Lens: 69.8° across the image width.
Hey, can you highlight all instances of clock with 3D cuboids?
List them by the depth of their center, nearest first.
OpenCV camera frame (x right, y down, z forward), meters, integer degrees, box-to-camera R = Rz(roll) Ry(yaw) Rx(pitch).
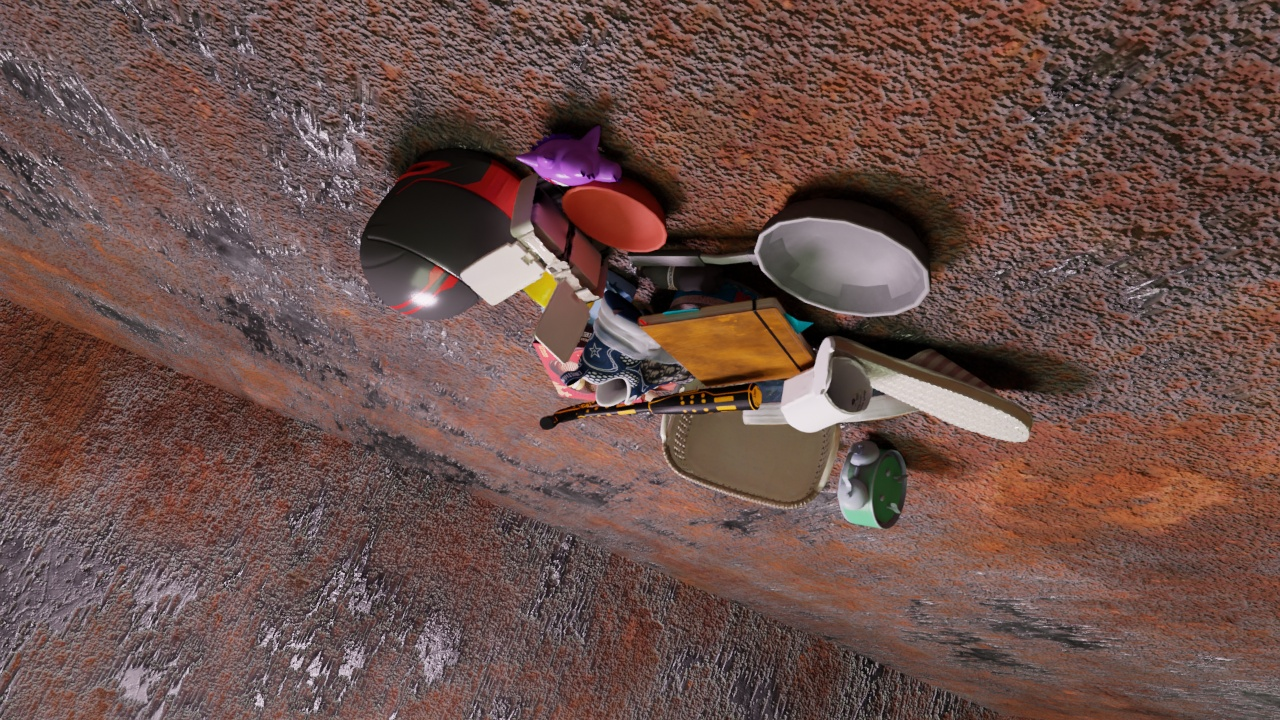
[{"bbox_3d":[0.351,0.187,1.398,0.075,0.121,0.161,4,157,40],"label":"clock"}]

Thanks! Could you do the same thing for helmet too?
[{"bbox_3d":[-0.248,-0.135,1.113,0.164,0.169,0.265,33,157,-29],"label":"helmet"}]

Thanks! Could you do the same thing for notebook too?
[{"bbox_3d":[0.121,-0.020,1.102,0.179,0.014,0.249,-7,159,22],"label":"notebook"}]

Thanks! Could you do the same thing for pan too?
[{"bbox_3d":[0.135,-0.114,0.983,0.358,0.041,0.178,5,154,36],"label":"pan"}]

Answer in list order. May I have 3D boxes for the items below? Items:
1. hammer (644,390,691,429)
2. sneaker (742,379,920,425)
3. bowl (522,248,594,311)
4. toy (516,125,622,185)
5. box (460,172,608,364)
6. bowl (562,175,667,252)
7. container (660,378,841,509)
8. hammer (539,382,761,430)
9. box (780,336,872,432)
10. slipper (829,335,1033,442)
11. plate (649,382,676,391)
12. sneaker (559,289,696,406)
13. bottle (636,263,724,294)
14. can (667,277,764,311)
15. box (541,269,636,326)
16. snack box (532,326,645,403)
[{"bbox_3d":[0.032,0.069,1.491,0.331,0.030,0.120,27,161,-39],"label":"hammer"},{"bbox_3d":[0.253,0.043,1.223,0.236,0.079,0.087,-4,178,16],"label":"sneaker"},{"bbox_3d":[-0.098,-0.109,1.149,0.117,0.068,0.117,39,-163,-15],"label":"bowl"},{"bbox_3d":[-0.073,-0.206,0.934,0.088,0.056,0.105,2,-173,30],"label":"toy"},{"bbox_3d":[-0.115,-0.106,1.039,0.095,0.185,0.145,1,145,41],"label":"box"},{"bbox_3d":[-0.023,-0.167,1.009,0.122,0.035,0.122,18,159,7],"label":"bowl"},{"bbox_3d":[0.162,0.114,1.339,0.246,0.184,0.143,17,169,14],"label":"container"},{"bbox_3d":[0.018,0.062,1.263,0.321,0.036,0.123,-7,-173,31],"label":"hammer"},{"bbox_3d":[0.222,0.032,1.097,0.112,0.084,0.163,24,155,-18],"label":"box"},{"bbox_3d":[0.346,0.024,1.113,0.263,0.052,0.115,23,165,24],"label":"slipper"},{"bbox_3d":[-0.031,-0.001,1.410,0.230,0.021,0.230,10,162,3],"label":"plate"},{"bbox_3d":[-0.007,0.007,1.205,0.103,0.132,0.269,41,-173,26],"label":"sneaker"},{"bbox_3d":[0.046,-0.102,1.102,0.110,0.036,0.036,9,156,28],"label":"bottle"},{"bbox_3d":[0.100,-0.055,1.155,0.130,0.044,0.130,18,159,7],"label":"can"},{"bbox_3d":[-0.082,-0.074,1.277,0.066,0.049,0.210,32,156,-20],"label":"box"},{"bbox_3d":[-0.069,0.007,1.333,0.133,0.035,0.152,6,150,15],"label":"snack box"}]
